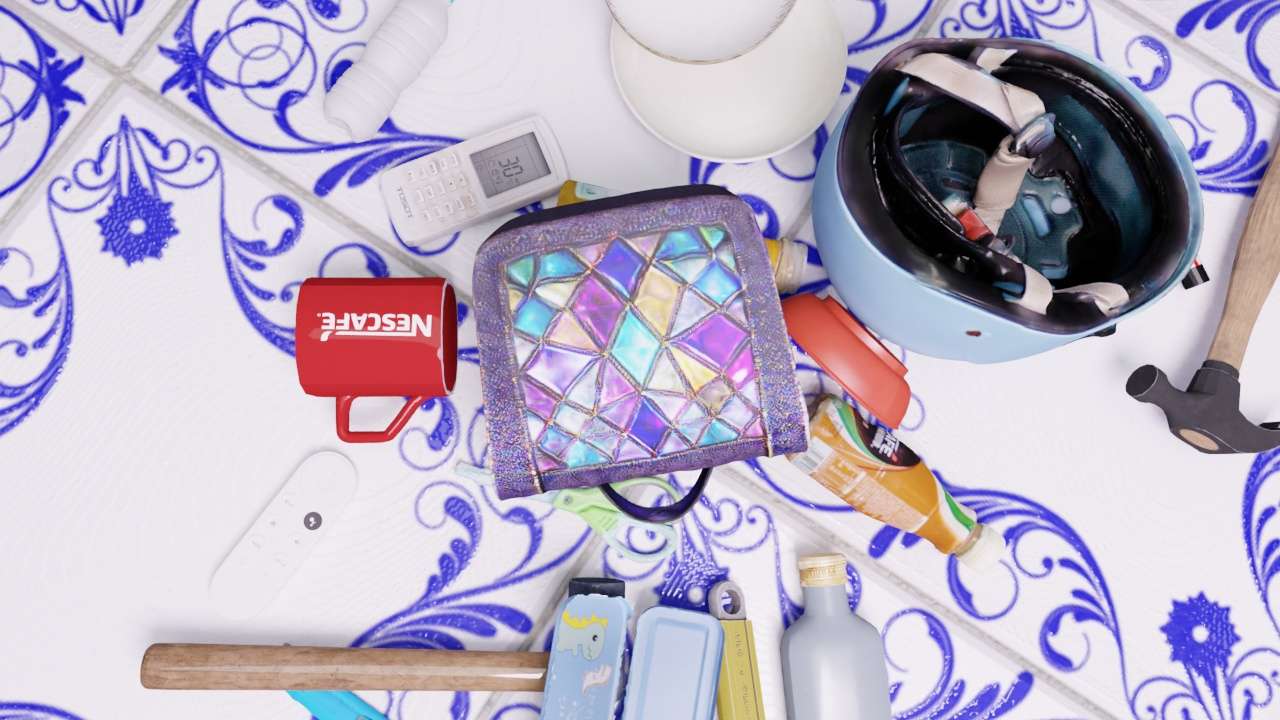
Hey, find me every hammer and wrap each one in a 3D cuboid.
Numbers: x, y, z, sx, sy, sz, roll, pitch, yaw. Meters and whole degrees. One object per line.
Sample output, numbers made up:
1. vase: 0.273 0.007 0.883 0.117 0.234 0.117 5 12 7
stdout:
1. hammer: 0.476 -0.072 0.701 0.132 0.040 0.305 30 76 -11
2. hammer: -0.172 0.212 0.627 0.321 0.040 0.129 3 83 -5

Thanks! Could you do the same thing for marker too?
1. marker: 0.405 -0.125 0.722 0.019 0.019 0.145 -22 83 -6

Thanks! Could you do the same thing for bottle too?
1. bottle: 0.184 0.092 0.659 0.167 0.059 0.059 36 81 3
2. bottle: 0.029 -0.088 0.682 0.186 0.053 0.053 13 81 -1
3. bottle: -0.187 -0.230 0.696 0.044 0.044 0.136 33 81 2
4. bottle: 0.136 0.218 0.644 0.072 0.046 0.161 -5 82 -4

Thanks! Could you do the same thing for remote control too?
1. remote control: -0.124 -0.135 0.694 0.138 0.025 0.060 -22 83 -6
2. remote control: -0.254 0.124 0.656 0.043 0.013 0.136 36 82 3

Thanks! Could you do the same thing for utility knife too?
1. utility knife: -0.176 0.265 0.639 0.198 0.015 0.031 34 84 1

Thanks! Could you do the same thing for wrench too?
1. wrench: 0.079 0.289 0.624 0.083 0.018 0.273 6 69 -32

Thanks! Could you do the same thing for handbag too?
1. handbag: -0.004 0.004 0.614 0.205 0.125 0.222 -9 105 1

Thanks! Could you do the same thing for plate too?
1. plate: 0.067 -0.235 0.714 0.182 0.034 0.182 0 81 -3

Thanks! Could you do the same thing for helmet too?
1. helmet: 0.239 -0.106 0.635 0.265 0.167 0.225 -11 76 -13

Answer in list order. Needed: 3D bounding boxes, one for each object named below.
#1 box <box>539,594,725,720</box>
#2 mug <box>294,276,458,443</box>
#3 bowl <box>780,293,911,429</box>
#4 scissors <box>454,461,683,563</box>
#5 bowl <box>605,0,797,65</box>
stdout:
1. box: -0.015 0.263 0.603 0.126 0.039 0.209 12 80 -17
2. mug: -0.182 0.000 0.646 0.096 0.080 0.116 0 88 -3
3. bowl: 0.146 -0.007 0.638 0.122 0.121 0.035 44 103 4
4. scissors: -0.053 0.101 0.671 0.174 0.033 0.065 15 85 -4
5. bowl: 0.041 -0.271 0.668 0.145 0.063 0.145 0 81 -2
